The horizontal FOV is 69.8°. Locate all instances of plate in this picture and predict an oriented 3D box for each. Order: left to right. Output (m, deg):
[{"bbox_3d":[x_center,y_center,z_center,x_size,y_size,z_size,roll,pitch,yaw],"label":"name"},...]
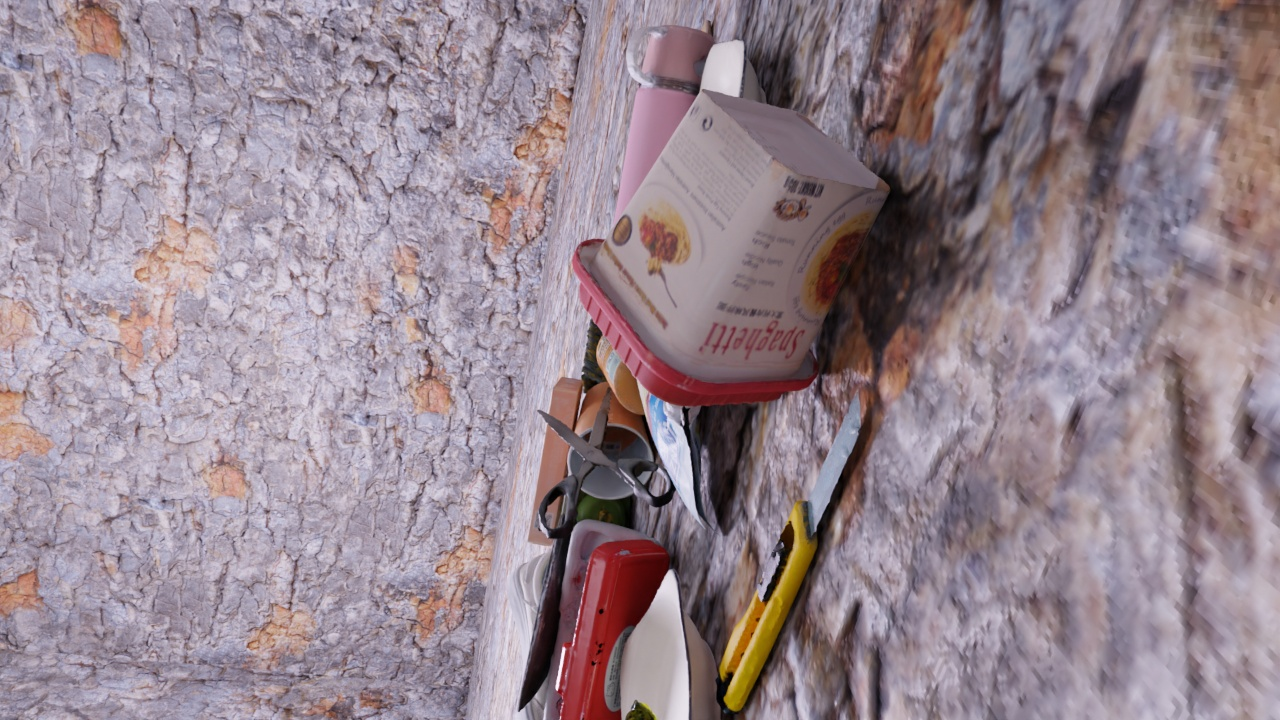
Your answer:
[{"bbox_3d":[-0.082,0.229,0.838,0.179,0.024,0.179,-176,99,-89],"label":"plate"},{"bbox_3d":[0.019,0.234,0.593,0.165,0.034,0.163,110,164,-48],"label":"plate"},{"bbox_3d":[0.059,-0.149,0.677,0.163,0.034,0.164,-108,31,-71],"label":"plate"}]

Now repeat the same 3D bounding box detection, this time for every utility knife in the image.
[{"bbox_3d":[0.072,0.107,0.470,0.033,0.015,0.224,-102,23,-55],"label":"utility knife"}]

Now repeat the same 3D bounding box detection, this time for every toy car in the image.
[{"bbox_3d":[-0.003,0.248,0.529,0.105,0.032,0.048,-79,3,-57],"label":"toy car"}]

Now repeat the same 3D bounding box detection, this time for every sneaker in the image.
[{"bbox_3d":[-0.075,0.303,0.939,0.091,0.089,0.241,-39,46,26],"label":"sneaker"}]

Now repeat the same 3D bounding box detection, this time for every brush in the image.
[{"bbox_3d":[-0.022,-0.020,0.966,0.069,0.063,0.146,-32,-44,-62],"label":"brush"}]

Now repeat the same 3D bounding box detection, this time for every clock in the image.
[{"bbox_3d":[-0.047,0.170,0.936,0.161,0.056,0.116,-111,30,-68],"label":"clock"}]

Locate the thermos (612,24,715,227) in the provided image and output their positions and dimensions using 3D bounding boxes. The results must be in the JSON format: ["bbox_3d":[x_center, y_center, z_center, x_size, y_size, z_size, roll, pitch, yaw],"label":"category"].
[{"bbox_3d":[0.013,-0.180,0.781,0.067,0.087,0.199,22,106,46],"label":"thermos"}]

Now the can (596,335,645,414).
[{"bbox_3d":[-0.005,0.005,0.838,0.146,0.058,0.058,-128,47,-75],"label":"can"}]

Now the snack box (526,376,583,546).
[{"bbox_3d":[-0.084,0.099,0.921,0.084,0.026,0.157,-82,2,-83],"label":"snack box"}]

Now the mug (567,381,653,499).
[{"bbox_3d":[-0.029,0.071,0.885,0.122,0.078,0.078,-94,16,-69],"label":"mug"}]

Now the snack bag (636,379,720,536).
[{"bbox_3d":[0.024,0.041,0.667,0.191,0.039,0.110,-110,16,-71],"label":"snack bag"}]

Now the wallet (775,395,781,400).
[{"bbox_3d":[0.064,-0.024,0.580,0.124,0.032,0.101,170,106,-80],"label":"wallet"}]

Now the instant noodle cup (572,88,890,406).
[{"bbox_3d":[0.046,-0.056,0.453,0.116,0.116,0.124,53,127,35],"label":"instant noodle cup"}]

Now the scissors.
[{"bbox_3d":[-0.043,0.085,0.777,0.159,0.181,0.014,-41,-45,-32],"label":"scissors"}]

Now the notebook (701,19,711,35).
[{"bbox_3d":[0.045,-0.197,0.871,0.148,0.008,0.207,115,160,-55],"label":"notebook"}]

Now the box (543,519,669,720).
[{"bbox_3d":[-0.042,0.233,0.736,0.101,0.095,0.201,12,94,44],"label":"box"}]
